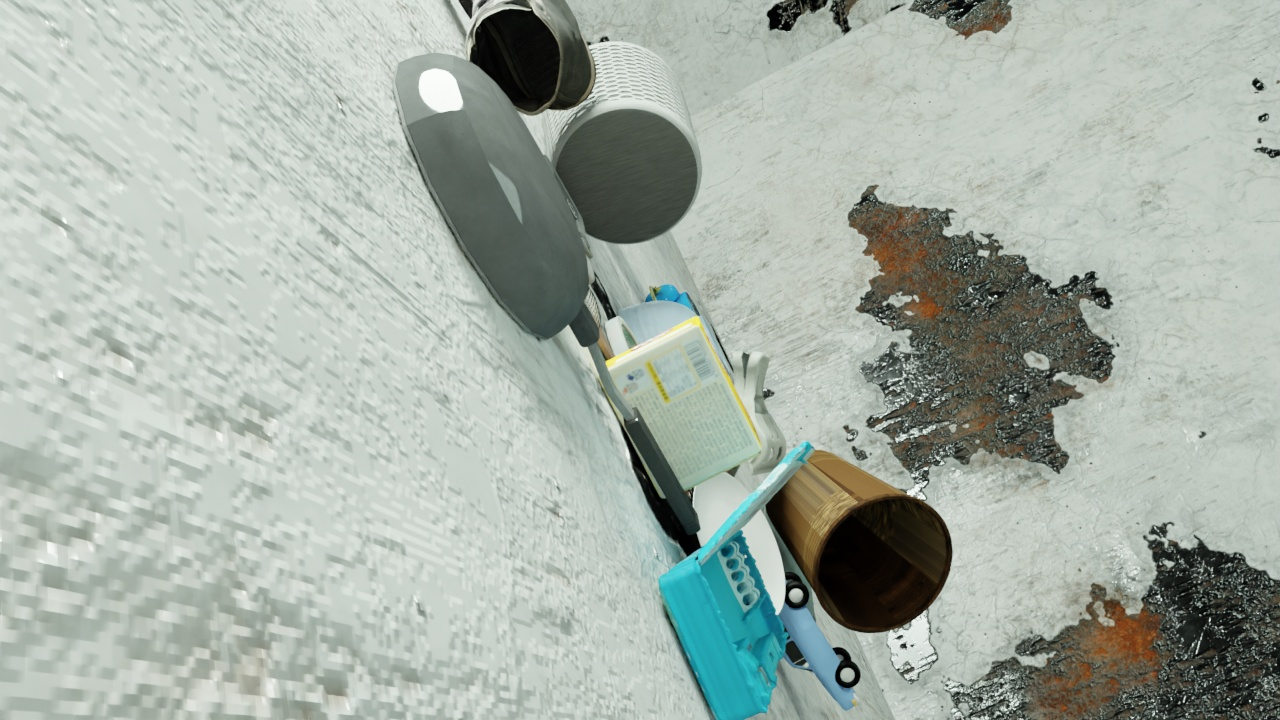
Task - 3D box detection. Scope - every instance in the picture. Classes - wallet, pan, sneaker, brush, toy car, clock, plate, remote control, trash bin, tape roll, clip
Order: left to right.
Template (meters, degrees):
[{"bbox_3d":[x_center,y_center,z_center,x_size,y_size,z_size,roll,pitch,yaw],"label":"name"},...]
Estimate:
[{"bbox_3d":[-0.126,-0.310,0.759,0.235,0.095,0.119,62,16,-15],"label":"sneaker"},{"bbox_3d":[-0.065,-0.120,0.784,0.074,0.019,0.151,60,8,-32],"label":"remote control"},{"bbox_3d":[-0.038,-0.029,0.576,0.357,0.041,0.178,61,8,-23],"label":"pan"},{"bbox_3d":[-0.029,-0.022,0.720,0.136,0.015,0.049,61,9,-24],"label":"brush"},{"bbox_3d":[-0.021,-0.218,0.926,0.156,0.156,0.183,59,11,-32],"label":"trash bin"},{"bbox_3d":[-0.005,0.005,0.810,0.093,0.013,0.093,63,7,-15],"label":"tape roll"},{"bbox_3d":[0.054,-0.039,1.206,0.161,0.060,0.116,55,13,-44],"label":"clock"},{"bbox_3d":[0.081,0.158,0.784,0.134,0.011,0.134,40,33,-34],"label":"plate"},{"bbox_3d":[0.112,0.066,0.892,0.104,0.152,0.126,25,3,17],"label":"clip"},{"bbox_3d":[0.139,0.217,0.957,0.100,0.054,0.131,52,10,-8],"label":"wallet"},{"bbox_3d":[0.150,0.254,0.846,0.153,0.055,0.056,57,1,3],"label":"toy car"}]

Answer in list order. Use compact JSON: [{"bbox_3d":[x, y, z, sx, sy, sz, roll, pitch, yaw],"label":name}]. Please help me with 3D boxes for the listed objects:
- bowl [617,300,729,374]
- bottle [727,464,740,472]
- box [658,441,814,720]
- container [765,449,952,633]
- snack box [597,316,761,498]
[{"bbox_3d":[0.043,-0.001,0.928,0.150,0.075,0.150,62,7,-14],"label":"bowl"},{"bbox_3d":[0.089,0.101,1.032,0.042,0.042,0.141,61,8,-21],"label":"bottle"},{"bbox_3d":[0.069,0.133,0.618,0.227,0.084,0.171,23,75,-77],"label":"box"},{"bbox_3d":[0.196,0.160,0.886,0.132,0.132,0.167,62,-5,-19],"label":"container"},{"bbox_3d":[0.030,0.033,0.678,0.106,0.084,0.061,63,6,-6],"label":"snack box"}]
